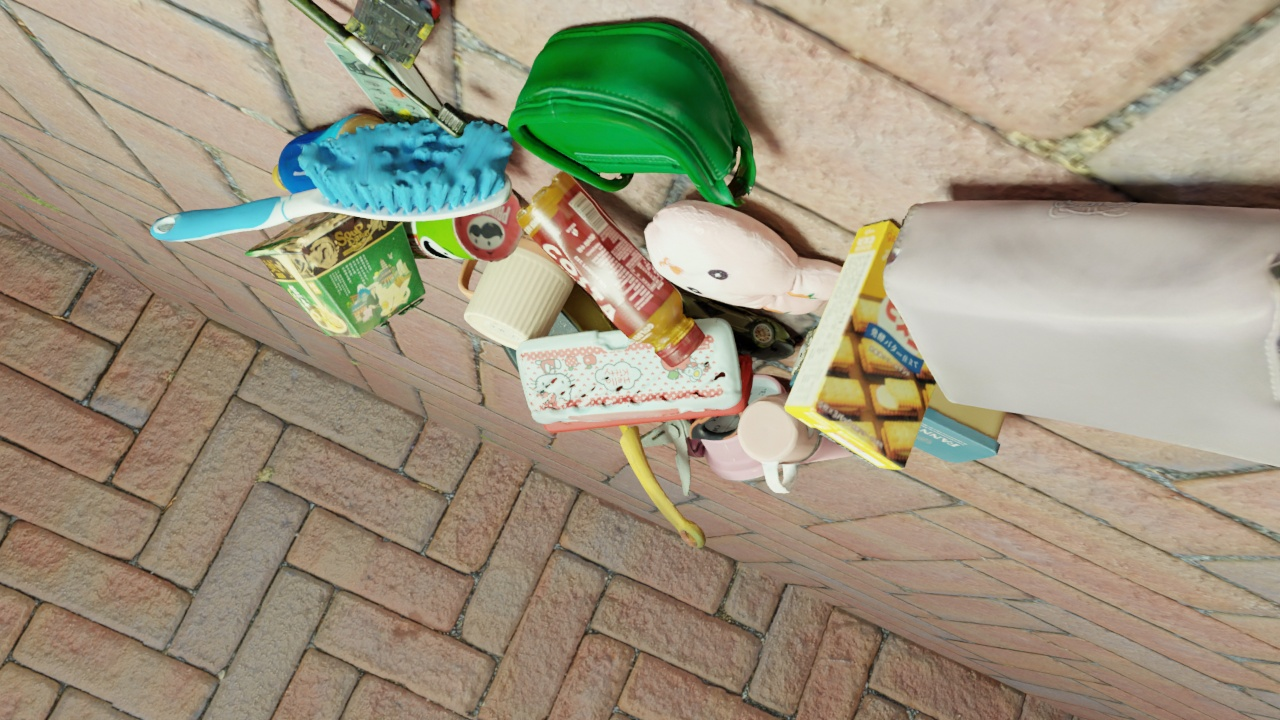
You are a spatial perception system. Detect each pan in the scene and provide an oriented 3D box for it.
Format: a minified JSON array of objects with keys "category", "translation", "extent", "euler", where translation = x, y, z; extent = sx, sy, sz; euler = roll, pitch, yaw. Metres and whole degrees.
[{"category":"pan","translation":[-0.042,0.048,0.967],"extent":[0.357,0.078,0.198],"euler":[43,152,15]}]

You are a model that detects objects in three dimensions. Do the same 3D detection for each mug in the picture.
[{"category":"mug","translation":[-0.122,-0.075,0.872],"extent":[0.115,0.105,0.082],"euler":[17,164,24]}]

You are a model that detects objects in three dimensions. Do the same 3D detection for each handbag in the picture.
[{"category":"handbag","translation":[0.249,-0.026,0.486],"extent":[0.197,0.098,0.145],"euler":[11,162,43]},{"category":"handbag","translation":[-0.004,-0.138,0.549],"extent":[0.131,0.068,0.120],"euler":[11,161,41]}]

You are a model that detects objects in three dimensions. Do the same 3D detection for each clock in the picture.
[{"category":"clock","translation":[0.103,0.067,0.995],"extent":[0.159,0.117,0.060],"euler":[6,136,51]}]

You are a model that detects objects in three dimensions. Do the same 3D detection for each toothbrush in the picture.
[{"category":"toothbrush","translation":[-0.194,-0.217,0.625],"extent":[0.186,0.012,0.017],"euler":[39,135,-12]}]

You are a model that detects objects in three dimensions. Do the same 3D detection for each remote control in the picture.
[{"category":"remote control","translation":[-0.183,-0.201,0.703],"extent":[0.056,0.019,0.135],"euler":[18,164,20]}]

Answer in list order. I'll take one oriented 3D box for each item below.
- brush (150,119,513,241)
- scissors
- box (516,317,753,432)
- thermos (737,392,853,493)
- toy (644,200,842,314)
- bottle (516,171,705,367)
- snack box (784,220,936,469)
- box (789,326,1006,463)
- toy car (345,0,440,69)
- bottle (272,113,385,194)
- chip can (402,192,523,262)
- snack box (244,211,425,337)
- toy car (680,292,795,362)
[{"category":"brush","translation":[-0.253,-0.134,0.730],"extent":[0.314,0.060,0.109],"euler":[-4,163,-2]},{"category":"scissors","translation":[0.045,0.062,0.951],"extent":[0.189,0.015,0.223],"euler":[18,132,43]},{"category":"box","translation":[-0.005,0.004,0.825],"extent":[0.202,0.095,0.102],"euler":[-7,118,19]},{"category":"thermos","translation":[0.157,0.073,0.855],"extent":[0.067,0.087,0.198],"euler":[-9,174,30]},{"category":"toy","translation":[0.079,-0.072,0.688],"extent":[0.159,0.054,0.121],"euler":[19,167,-10]},{"category":"bottle","translation":[-0.020,-0.069,0.733],"extent":[0.175,0.057,0.058],"euler":[47,161,-8]},{"category":"snack box","translation":[0.157,-0.009,0.599],"extent":[0.087,0.140,0.034],"euler":[32,162,-24]},{"category":"box","translation":[0.225,0.027,0.778],"extent":[0.184,0.061,0.090],"euler":[26,166,-1]},{"category":"toy car","translation":[-0.153,-0.217,0.576],"extent":[0.049,0.031,0.106],"euler":[29,171,-20]},{"category":"bottle","translation":[-0.293,-0.182,0.851],"extent":[0.065,0.065,0.219],"euler":[35,162,-36]},{"category":"chip can","translation":[-0.206,-0.131,0.878],"extent":[0.236,0.072,0.072],"euler":[8,158,48]},{"category":"snack box","translation":[-0.269,-0.083,0.839],"extent":[0.118,0.118,0.106],"euler":[5,127,50]},{"category":"toy car","translation":[0.068,-0.031,0.847],"extent":[0.158,0.042,0.070],"euler":[15,163,-9]}]
